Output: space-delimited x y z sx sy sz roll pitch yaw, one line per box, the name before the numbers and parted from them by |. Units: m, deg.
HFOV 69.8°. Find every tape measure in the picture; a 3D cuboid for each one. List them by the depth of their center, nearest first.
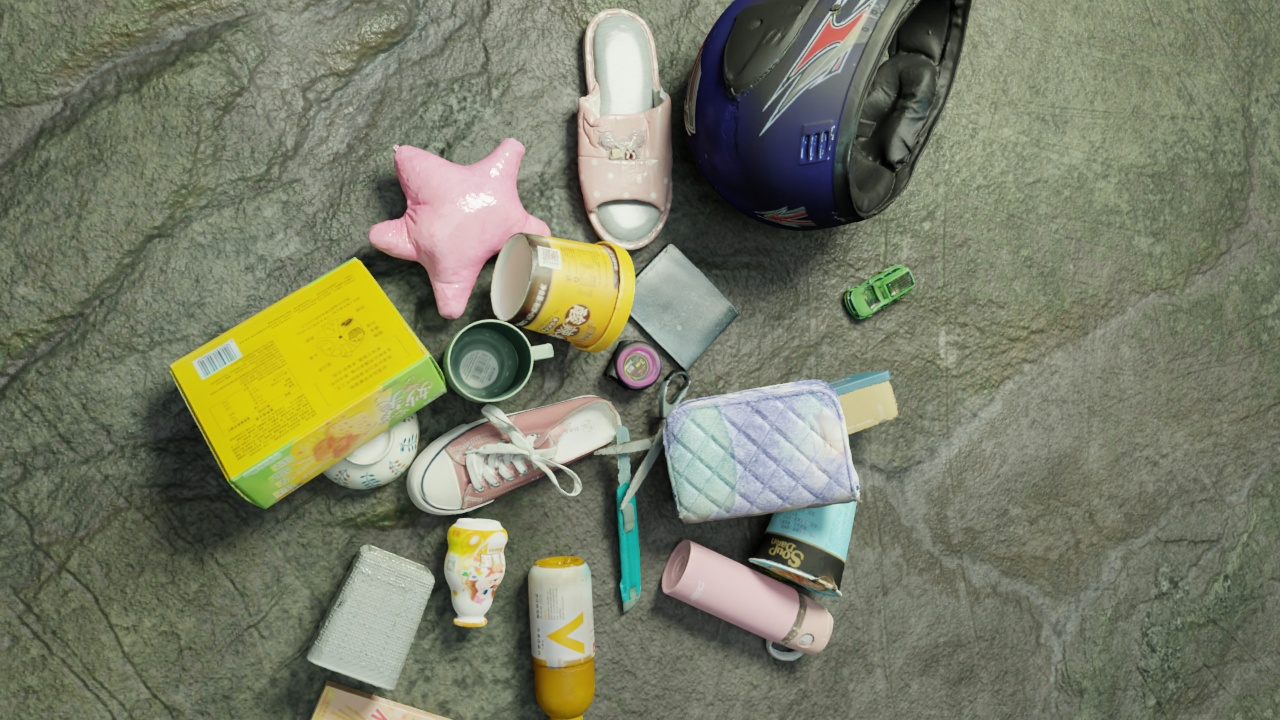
tape measure | -0.006 0.006 1.029 0.058 0.039 0.057 24 82 -9

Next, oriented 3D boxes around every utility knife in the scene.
utility knife | -0.015 0.175 1.012 0.029 0.013 0.217 -12 103 -37

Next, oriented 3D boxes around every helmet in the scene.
helmet | 0.181 -0.299 0.986 0.315 0.240 0.247 -63 148 -5

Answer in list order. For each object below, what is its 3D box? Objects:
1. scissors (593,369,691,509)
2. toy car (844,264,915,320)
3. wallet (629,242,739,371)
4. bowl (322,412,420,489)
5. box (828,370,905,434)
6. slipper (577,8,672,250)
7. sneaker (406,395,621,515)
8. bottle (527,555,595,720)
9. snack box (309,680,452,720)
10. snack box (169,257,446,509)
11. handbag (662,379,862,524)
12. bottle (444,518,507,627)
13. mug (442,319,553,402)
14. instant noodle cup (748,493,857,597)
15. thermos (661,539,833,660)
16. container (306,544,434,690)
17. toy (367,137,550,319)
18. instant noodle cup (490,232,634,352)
scissors | 0.023 0.091 1.020 0.159 0.014 0.181 31 69 -29
toy car | 0.292 -0.084 1.119 0.091 0.036 0.043 -29 97 -11
wallet | 0.042 -0.062 1.057 0.121 0.019 0.097 45 78 -8
bowl | -0.281 0.077 0.937 0.113 0.062 0.113 1 88 -17
box | 0.212 0.060 1.064 0.184 0.090 0.060 -19 92 -18
slipper | -0.016 -0.261 1.028 0.114 0.054 0.274 -1 88 -16
sneaker | -0.127 0.096 0.966 0.240 0.088 0.118 -19 93 -17
bottle | -0.083 0.308 0.981 0.068 0.068 0.189 -2 89 -16
snack box | -0.266 0.396 0.947 0.157 0.026 0.084 23 82 -14
snack box | -0.318 0.018 0.887 0.209 0.070 0.157 -34 62 -15
handbag | 0.126 0.097 0.971 0.194 0.075 0.134 -9 96 14
bottle | -0.174 0.222 0.961 0.063 0.063 0.108 6 87 -16
mug | -0.148 0.000 0.953 0.111 0.106 0.082 -11 90 -16
instant noodle cup | 0.196 0.194 1.049 0.111 0.111 0.120 27 74 -13
thermos | 0.119 0.280 1.046 0.198 0.067 0.087 28 112 -15
container | -0.267 0.253 0.922 0.090 0.090 0.114 26 78 -14
toy | -0.189 -0.161 0.964 0.194 0.075 0.178 -44 108 -16
instant noodle cup | -0.084 -0.076 0.954 0.114 0.119 0.118 12 84 -33
